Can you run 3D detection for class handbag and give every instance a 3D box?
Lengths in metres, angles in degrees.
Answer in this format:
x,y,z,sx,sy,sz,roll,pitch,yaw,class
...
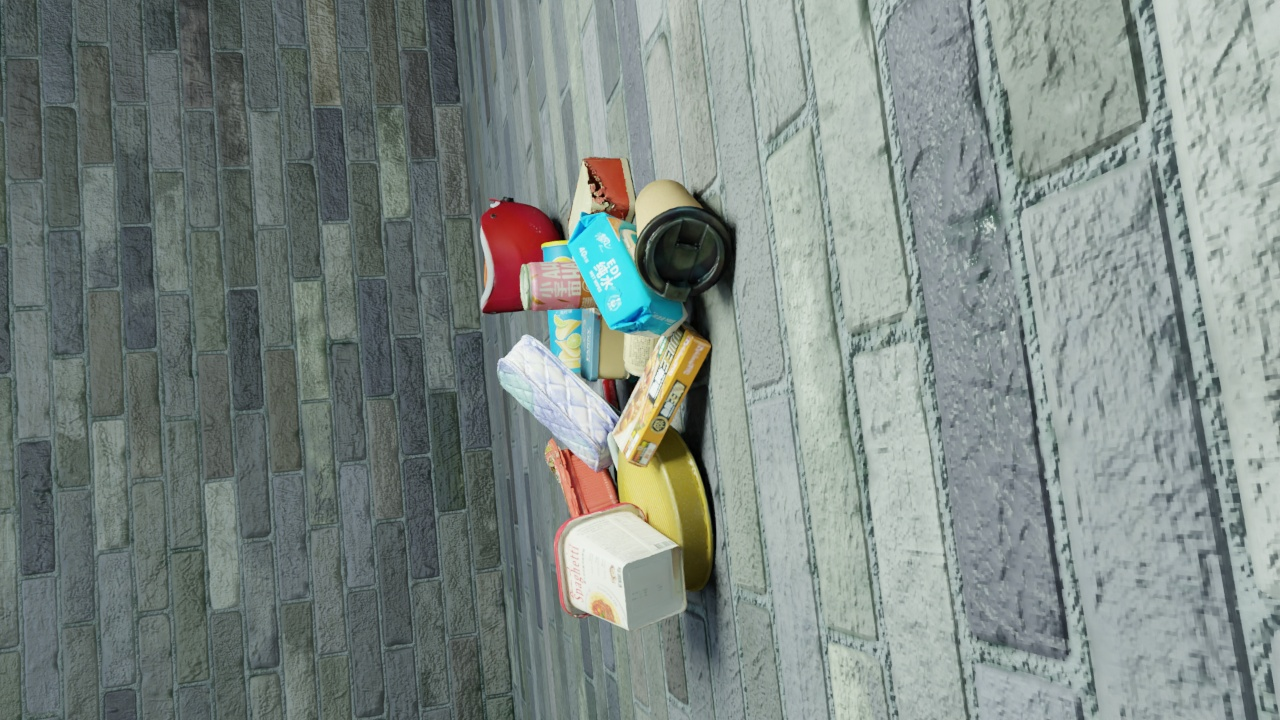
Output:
x,y,z,sx,sy,sz,roll,pitch,yaw,class
-0.100,0.057,1.217,0.194,0.075,0.134,43,161,9,handbag

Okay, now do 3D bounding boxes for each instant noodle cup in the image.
x,y,z,sx,sy,sz,roll,pitch,yaw,class
-0.064,0.209,1.287,0.165,0.079,0.188,71,177,-45,instant noodle cup
-0.018,0.226,0.988,0.124,0.116,0.116,11,109,57,instant noodle cup

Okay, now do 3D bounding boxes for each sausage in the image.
x,y,z,sx,sy,sz,roll,pitch,yaw,class
-0.050,0.022,1.362,0.020,0.020,0.155,122,141,-65,sausage

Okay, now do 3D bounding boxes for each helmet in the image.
x,y,z,sx,sy,sz,roll,pitch,yaw,class
-0.210,-0.191,1.664,0.239,0.144,0.207,-94,7,-67,helmet

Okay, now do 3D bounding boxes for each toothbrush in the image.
x,y,z,sx,sy,sz,roll,pitch,yaw,class
-0.013,0.169,1.182,0.018,0.016,0.192,42,153,55,toothbrush

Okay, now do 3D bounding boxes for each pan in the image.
x,y,z,sx,sy,sz,roll,pitch,yaw,class
0.018,0.099,1.093,0.198,0.078,0.357,117,139,-58,pan

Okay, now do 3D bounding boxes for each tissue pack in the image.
x,y,z,sx,sy,sz,roll,pitch,yaw,class
-0.012,-0.088,0.954,0.063,0.090,0.140,-35,68,23,tissue pack

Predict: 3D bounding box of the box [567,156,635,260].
x,y,z,sx,sy,sz,roll,pitch,yaw,class
-0.064,-0.194,1.246,0.169,0.076,0.091,114,149,-61,box

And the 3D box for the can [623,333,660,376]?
x,y,z,sx,sy,sz,roll,pitch,yaw,class
0.012,-0.043,1.047,0.058,0.058,0.116,-120,30,-58,can

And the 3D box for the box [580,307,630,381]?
x,y,z,sx,sy,sz,roll,pitch,yaw,class
-0.045,-0.051,1.219,0.090,0.059,0.184,-172,86,-77,box

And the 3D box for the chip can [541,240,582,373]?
x,y,z,sx,sy,sz,roll,pitch,yaw,class
-0.116,-0.084,1.470,0.071,0.071,0.210,180,86,-75,chip can

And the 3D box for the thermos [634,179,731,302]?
x,y,z,sx,sy,sz,roll,pitch,yaw,class
0.033,-0.125,0.906,0.143,0.093,0.093,-106,18,-59,thermos

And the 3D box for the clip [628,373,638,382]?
x,y,z,sx,sy,sz,roll,pitch,yaw,class
-0.007,0.007,1.215,0.054,0.013,0.033,127,136,-70,clip

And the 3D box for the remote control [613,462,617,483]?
x,y,z,sx,sy,sz,roll,pitch,yaw,class
-0.014,0.151,1.255,0.125,0.024,0.049,-172,77,-75,remote control

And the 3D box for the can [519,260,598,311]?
x,y,z,sx,sy,sz,roll,pitch,yaw,class
-0.066,-0.090,1.092,0.058,0.147,0.058,176,91,-75,can

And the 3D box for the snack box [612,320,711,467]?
x,y,z,sx,sy,sz,roll,pitch,yaw,class
0.020,0.033,0.986,0.154,0.026,0.075,-63,23,12,snack box
